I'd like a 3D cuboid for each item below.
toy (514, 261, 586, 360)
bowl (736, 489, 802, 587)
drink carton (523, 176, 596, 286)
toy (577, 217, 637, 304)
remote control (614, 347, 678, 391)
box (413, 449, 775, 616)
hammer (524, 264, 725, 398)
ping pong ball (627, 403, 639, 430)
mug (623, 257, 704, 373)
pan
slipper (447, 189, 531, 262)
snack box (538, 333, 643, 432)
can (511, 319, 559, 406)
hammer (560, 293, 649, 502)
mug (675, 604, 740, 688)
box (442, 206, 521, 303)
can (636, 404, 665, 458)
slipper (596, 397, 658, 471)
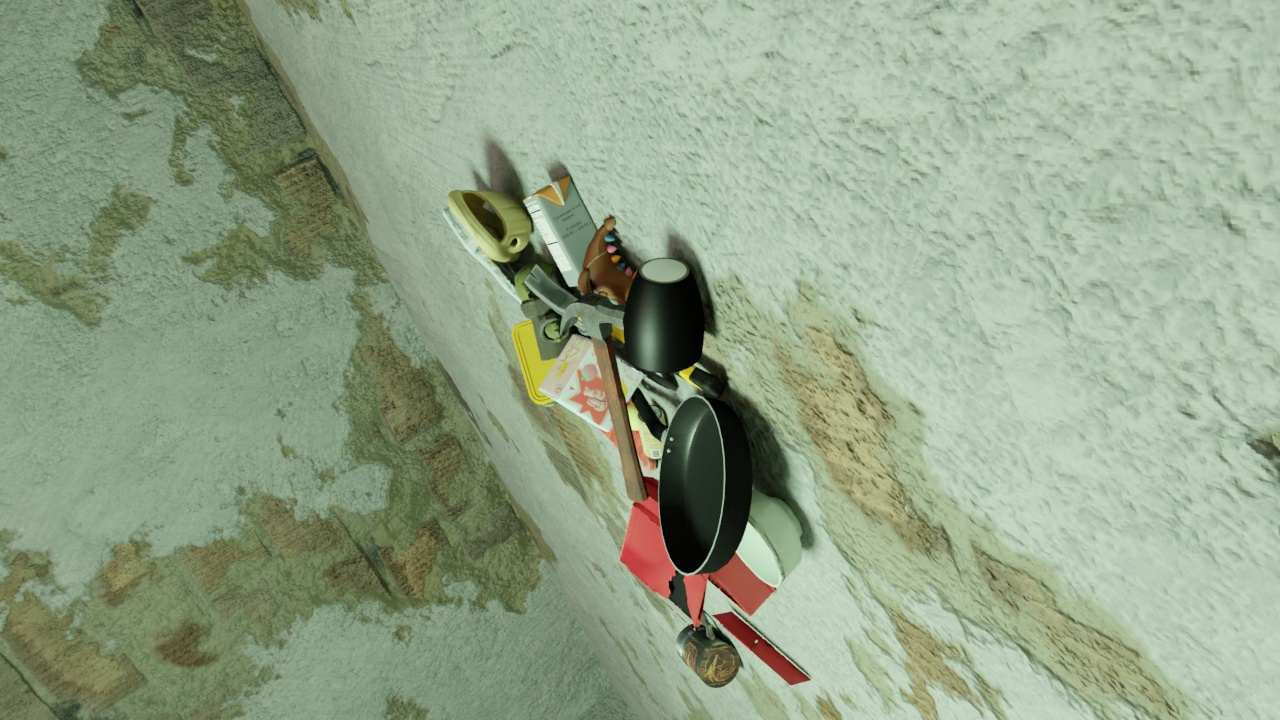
[{"bbox_3d":[-0.128,-0.070,1.322,0.179,0.078,0.153,-100,-10,-75],"label":"toy"},{"bbox_3d":[0.147,0.197,1.064,0.117,0.061,0.118,51,161,24],"label":"bowl"},{"bbox_3d":[-0.088,-0.157,1.126,0.125,0.048,0.076,62,162,-13],"label":"drink carton"},{"bbox_3d":[-0.024,-0.110,1.063,0.090,0.070,0.103,34,130,26],"label":"toy"},{"bbox_3d":[-0.007,0.007,1.141,0.124,0.009,0.046,32,176,-33],"label":"remote control"},{"bbox_3d":[-0.037,0.209,1.209,0.467,0.138,0.215,30,180,-34],"label":"box"},{"bbox_3d":[-0.017,-0.028,1.113,0.325,0.034,0.170,30,173,44],"label":"hammer"},{"bbox_3d":[-0.006,0.080,1.311,0.040,0.040,0.040,50,161,24],"label":"ping pong ball"},{"bbox_3d":[0.023,-0.061,0.962,0.118,0.085,0.100,-96,4,-53],"label":"mug"},{"bbox_3d":[0.052,0.114,1.118,0.355,0.044,0.204,-124,42,-63],"label":"pan"},{"bbox_3d":[-0.206,-0.203,1.329,0.111,0.079,0.261,51,-179,1],"label":"slipper"},{"bbox_3d":[-0.068,0.030,1.257,0.093,0.094,0.079,36,174,-27],"label":"snack box"},{"bbox_3d":[-0.148,0.005,1.453,0.101,0.072,0.130,84,169,-82],"label":"can"},{"bbox_3d":[-0.029,0.053,1.108,0.111,0.028,0.301,19,134,38],"label":"hammer"},{"bbox_3d":[0.120,0.514,1.659,0.107,0.080,0.116,-164,73,-66],"label":"mug"},{"bbox_3d":[-0.224,-0.143,1.451,0.190,0.037,0.209,53,-179,18],"label":"box"},{"bbox_3d":[0.018,0.100,1.284,0.038,0.038,0.080,44,158,37],"label":"can"},{"bbox_3d":[-0.055,0.067,1.395,0.248,0.059,0.104,56,163,12],"label":"slipper"}]
